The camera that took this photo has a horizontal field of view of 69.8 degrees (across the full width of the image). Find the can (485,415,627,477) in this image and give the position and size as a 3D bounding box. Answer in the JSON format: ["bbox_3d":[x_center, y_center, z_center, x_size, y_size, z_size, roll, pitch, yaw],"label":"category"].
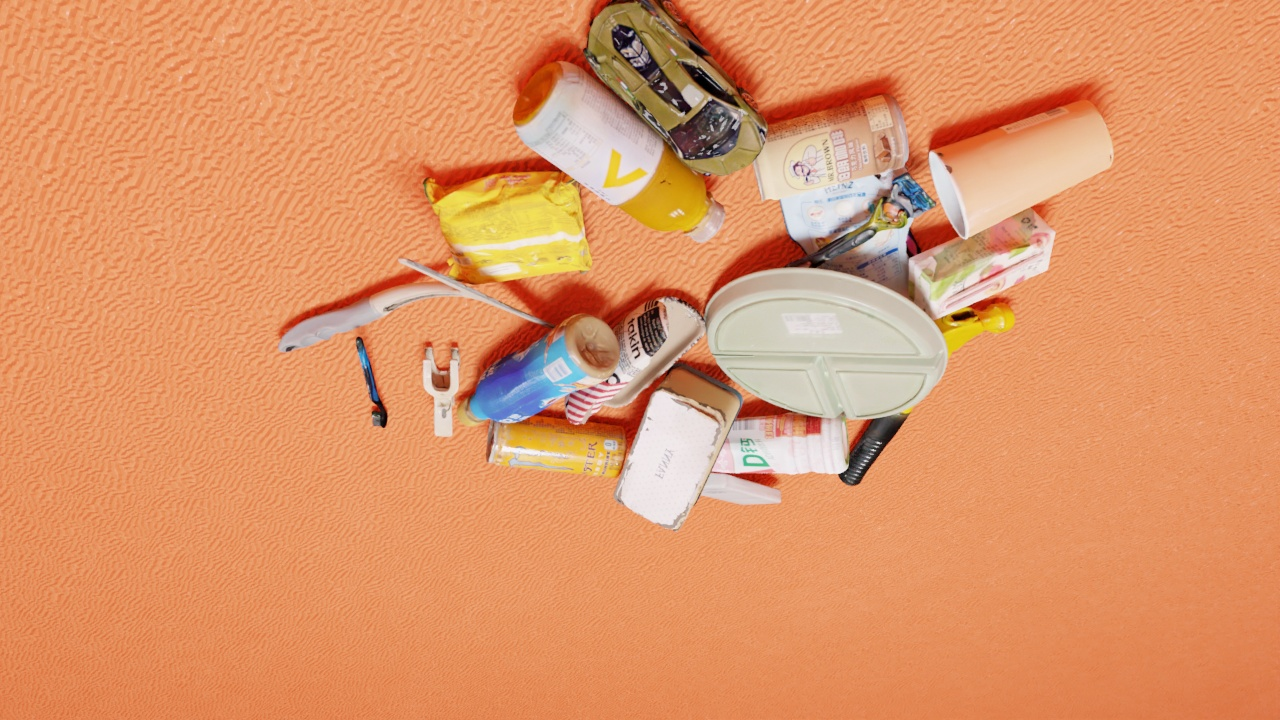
[{"bbox_3d":[-0.090,0.091,0.993,0.146,0.058,0.058,8,138,-15],"label":"can"}]

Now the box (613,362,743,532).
[{"bbox_3d":[0.039,0.088,0.959,0.090,0.062,0.185,29,124,9],"label":"box"}]

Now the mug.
[{"bbox_3d":[0.305,-0.158,0.738,0.123,0.078,0.078,-23,137,11],"label":"mug"}]

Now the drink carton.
[{"bbox_3d":[0.302,-0.084,0.816,0.122,0.045,0.053,-23,139,-6],"label":"drink carton"}]

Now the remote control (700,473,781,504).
[{"bbox_3d":[0.108,0.150,1.074,0.058,0.021,0.150,-9,161,33],"label":"remote control"}]

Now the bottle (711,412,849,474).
[{"bbox_3d":[0.124,0.093,0.998,0.197,0.068,0.068,-5,141,19],"label":"bottle"}]

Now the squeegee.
[{"bbox_3d":[-0.229,-0.045,0.826,0.247,0.039,0.246,-10,165,22],"label":"squeegee"}]

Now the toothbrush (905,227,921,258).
[{"bbox_3d":[0.242,-0.110,0.832,0.014,0.017,0.189,-25,132,20],"label":"toothbrush"}]

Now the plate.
[{"bbox_3d":[0.169,-0.007,0.866,0.230,0.027,0.231,14,150,8],"label":"plate"}]

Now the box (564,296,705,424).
[{"bbox_3d":[-0.005,0.005,0.891,0.086,0.075,0.163,14,135,-33],"label":"box"}]

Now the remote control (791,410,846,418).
[{"bbox_3d":[0.203,0.052,1.009,0.056,0.019,0.135,12,137,-19],"label":"remote control"}]

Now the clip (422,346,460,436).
[{"bbox_3d":[-0.197,0.027,0.922,0.034,0.072,0.100,-1,134,-7],"label":"clip"}]

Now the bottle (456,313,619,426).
[{"bbox_3d":[-0.109,0.021,0.890,0.065,0.065,0.219,26,145,-32],"label":"bottle"}]

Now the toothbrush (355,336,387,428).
[{"bbox_3d":[-0.267,0.025,0.905,0.016,0.014,0.190,12,151,-1],"label":"toothbrush"}]

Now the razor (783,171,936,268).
[{"bbox_3d":[0.176,-0.103,0.772,0.143,0.022,0.042,-32,123,34],"label":"razor"}]

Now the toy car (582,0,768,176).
[{"bbox_3d":[0.028,-0.196,0.665,0.158,0.042,0.070,40,124,-21],"label":"toy car"}]

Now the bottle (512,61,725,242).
[{"bbox_3d":[-0.009,-0.153,0.709,0.189,0.067,0.068,30,128,-34],"label":"bottle"}]

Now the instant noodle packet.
[{"bbox_3d":[-0.108,-0.112,0.765,0.128,0.044,0.111,-5,141,3],"label":"instant noodle packet"}]

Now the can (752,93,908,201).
[{"bbox_3d":[0.145,-0.166,0.718,0.116,0.058,0.058,-13,139,9],"label":"can"}]

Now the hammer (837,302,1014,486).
[{"bbox_3d":[0.279,0.047,0.988,0.128,0.032,0.302,-10,145,-20],"label":"hammer"}]

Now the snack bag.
[{"bbox_3d":[0.192,-0.097,0.818,0.110,0.038,0.191,-4,140,19],"label":"snack bag"}]
